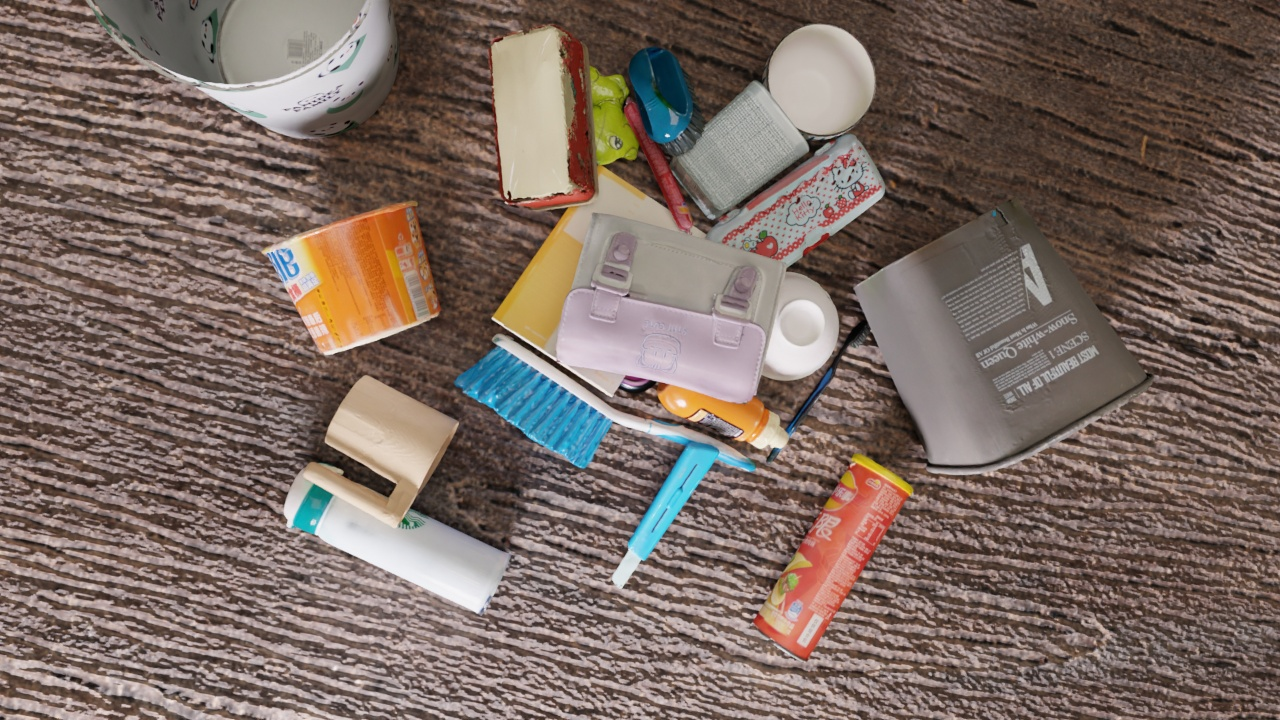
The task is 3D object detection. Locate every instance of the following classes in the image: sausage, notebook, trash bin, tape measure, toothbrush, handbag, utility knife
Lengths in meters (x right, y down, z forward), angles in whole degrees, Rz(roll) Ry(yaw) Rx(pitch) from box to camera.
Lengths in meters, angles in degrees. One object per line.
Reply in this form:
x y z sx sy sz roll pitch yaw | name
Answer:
0.020 -0.201 0.953 0.020 0.020 0.156 -26 97 -6 | sausage
-0.036 -0.085 0.944 0.146 0.010 0.206 33 73 -3 | notebook
-0.324 -0.317 0.816 0.229 0.252 0.229 0 90 -6 | trash bin
-0.006 0.006 0.958 0.057 0.039 0.057 -42 85 -11 | tape measure
0.347 -0.024 0.927 0.199 0.199 0.219 -28 87 -6 | trash bin
0.193 0.035 0.993 0.016 0.014 0.189 37 87 -30 | toothbrush
0.028 -0.048 0.888 0.197 0.098 0.144 14 80 -3 | handbag
0.021 0.163 0.955 0.034 0.018 0.186 27 103 -21 | utility knife

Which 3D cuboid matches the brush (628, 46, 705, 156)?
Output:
0.019 -0.267 0.912 0.055 0.143 0.073 -32 135 22 | brush

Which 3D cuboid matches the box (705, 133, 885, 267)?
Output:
0.162 -0.155 0.964 0.201 0.047 0.087 -36 110 -5 | box

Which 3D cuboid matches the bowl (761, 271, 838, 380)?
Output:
0.160 -0.037 0.964 0.118 0.065 0.118 0 91 -6 | bowl

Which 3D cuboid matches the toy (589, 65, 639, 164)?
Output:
-0.043 -0.253 0.958 0.096 0.031 0.100 16 83 -8 | toy

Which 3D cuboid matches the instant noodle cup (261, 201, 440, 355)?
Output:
-0.268 -0.077 0.881 0.151 0.151 0.111 -20 100 -6 | instant noodle cup

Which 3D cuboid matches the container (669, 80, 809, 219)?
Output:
0.096 -0.211 0.947 0.111 0.090 0.090 -39 94 -1 | container

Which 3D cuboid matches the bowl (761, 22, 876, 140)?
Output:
0.181 -0.286 0.965 0.116 0.066 0.116 0 91 -7 | bowl

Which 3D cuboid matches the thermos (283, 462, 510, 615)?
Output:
-0.244 0.175 0.917 0.224 0.073 0.073 27 87 -5 | thermos

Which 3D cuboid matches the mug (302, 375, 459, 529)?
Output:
-0.253 0.088 0.899 0.103 0.084 0.124 29 58 -4 | mug

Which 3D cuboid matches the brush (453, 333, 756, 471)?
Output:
-0.033 0.069 0.951 0.314 0.060 0.109 34 83 -8 | brush

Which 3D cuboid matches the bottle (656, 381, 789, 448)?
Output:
0.092 0.050 0.961 0.149 0.067 0.066 30 87 -13 | bottle

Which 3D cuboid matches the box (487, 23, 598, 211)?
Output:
-0.098 -0.240 0.913 0.091 0.077 0.168 -4 91 23 | box

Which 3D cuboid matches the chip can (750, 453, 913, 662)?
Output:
0.202 0.207 0.964 0.073 0.073 0.216 32 86 -5 | chip can
